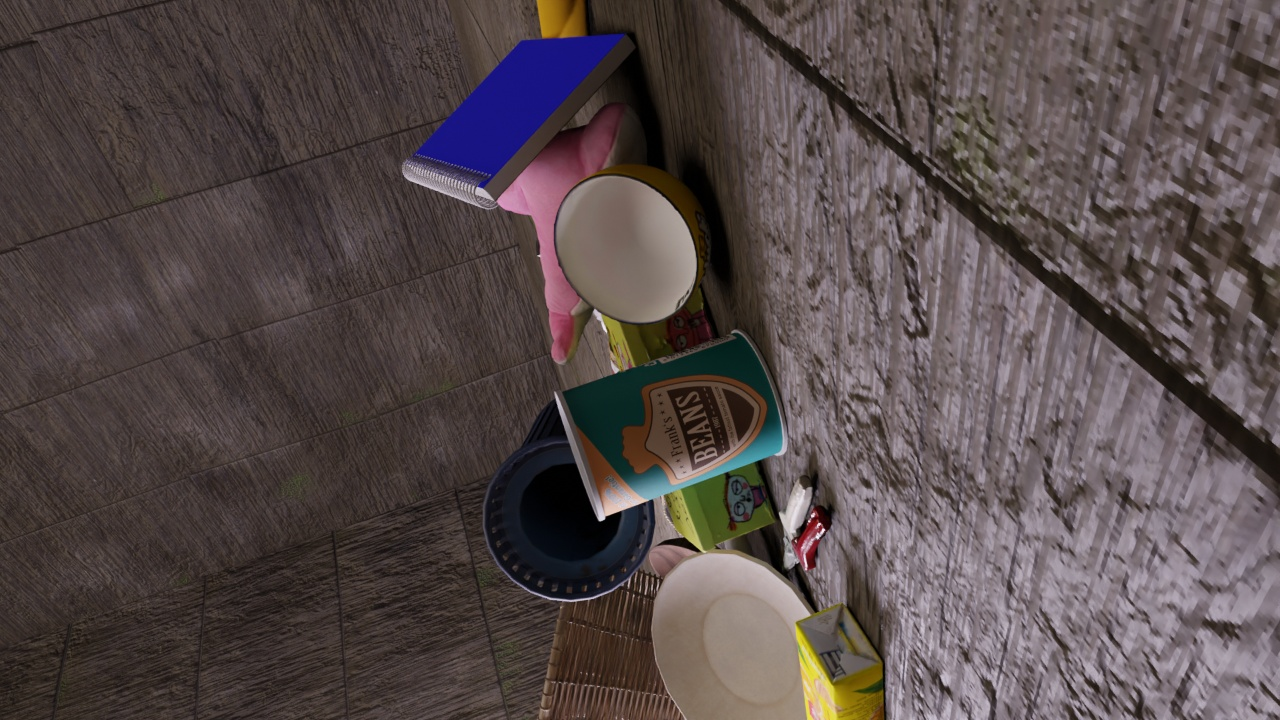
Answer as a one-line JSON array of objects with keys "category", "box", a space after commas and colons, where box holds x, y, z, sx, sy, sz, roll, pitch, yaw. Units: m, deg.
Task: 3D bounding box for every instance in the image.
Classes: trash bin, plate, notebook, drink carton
[{"category": "trash bin", "box": [-0.056, 0.109, 0.861, 0.249, 0.139, 0.139, -85, -23, -81]}, {"category": "plate", "box": [0.091, 0.255, 0.801, 0.189, 0.027, 0.189, 7, 101, 39]}, {"category": "notebook", "box": [-0.113, -0.206, 0.770, 0.022, 0.171, 0.209, 46, 171, -32]}, {"category": "drink carton", "box": [0.145, 0.244, 0.665, 0.058, 0.043, 0.135, -120, 13, -51]}]

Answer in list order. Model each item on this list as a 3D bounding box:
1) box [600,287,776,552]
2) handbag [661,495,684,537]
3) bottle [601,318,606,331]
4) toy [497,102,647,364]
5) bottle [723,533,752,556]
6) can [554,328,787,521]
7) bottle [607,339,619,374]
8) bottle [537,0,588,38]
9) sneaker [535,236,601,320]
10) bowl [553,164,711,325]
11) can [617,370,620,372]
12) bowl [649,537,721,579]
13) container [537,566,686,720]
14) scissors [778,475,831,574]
[{"category": "box", "box": [0.038, 0.047, 0.805, 0.124, 0.079, 0.221, -170, 63, -81]}, {"category": "handbag", "box": [0.062, 0.169, 1.059, 0.079, 0.054, 0.129, 52, 160, 34]}, {"category": "bottle", "box": [-0.026, -0.049, 1.141, 0.116, 0.041, 0.041, -161, 53, -80]}, {"category": "toy", "box": [-0.068, -0.122, 0.806, 0.266, 0.128, 0.186, 106, 175, -52]}, {"category": "bottle", "box": [0.113, 0.244, 0.841, 0.052, 0.052, 0.195, -176, 67, -81]}, {"category": "can", "box": [0.021, 0.046, 0.676, 0.099, 0.144, 0.099, 160, 91, -82]}, {"category": "bottle", "box": [-0.006, 0.006, 1.083, 0.105, 0.056, 0.056, 84, 165, -57]}, {"category": "bottle", "box": [-0.069, -0.302, 0.839, 0.144, 0.043, 0.043, 88, 161, -64]}, {"category": "sneaker", "box": [-0.087, -0.139, 1.170, 0.099, 0.089, 0.236, -119, 13, -52]}, {"category": "bowl", "box": [0.001, -0.092, 0.681, 0.067, 0.117, 0.117, -48, -51, -51]}, {"category": "can", "box": [0.006, 0.074, 1.059, 0.144, 0.083, 0.083, 83, 166, -57]}, {"category": "bowl", "box": [0.070, 0.235, 1.045, 0.119, 0.032, 0.119, 22, 144, 17]}, {"category": "container", "box": [0.008, 0.315, 0.954, 0.227, 0.196, 0.227, 31, -109, -89]}, {"category": "scissors", "box": [0.121, 0.139, 0.690, 0.140, 0.015, 0.189, -123, 14, -56]}]
